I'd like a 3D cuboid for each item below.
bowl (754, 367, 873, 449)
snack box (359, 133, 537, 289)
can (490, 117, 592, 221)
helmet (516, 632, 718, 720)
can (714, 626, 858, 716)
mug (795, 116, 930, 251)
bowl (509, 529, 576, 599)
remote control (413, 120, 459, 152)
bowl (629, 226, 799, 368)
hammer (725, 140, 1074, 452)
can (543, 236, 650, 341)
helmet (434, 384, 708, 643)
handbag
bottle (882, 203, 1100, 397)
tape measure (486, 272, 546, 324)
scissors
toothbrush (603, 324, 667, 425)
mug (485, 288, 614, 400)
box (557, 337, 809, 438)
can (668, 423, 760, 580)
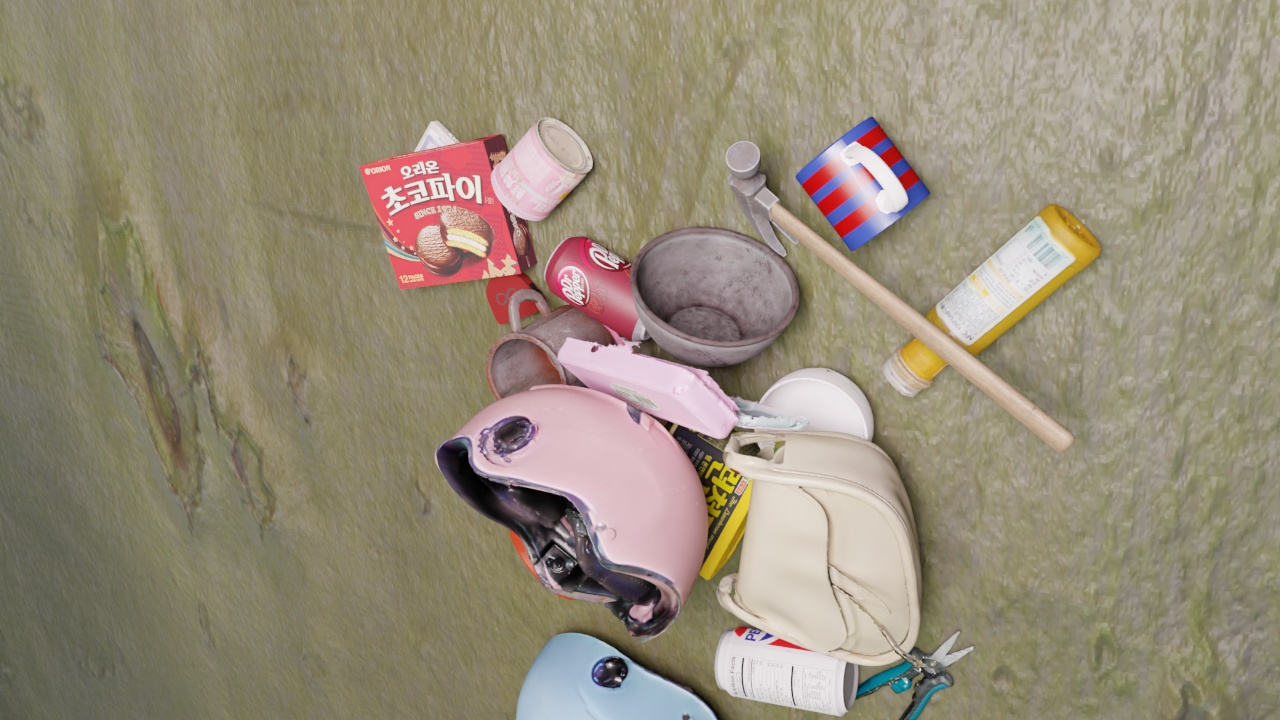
[{"bbox_3d":[0.160,0.055,0.829,0.105,0.054,0.105,12,116,26],"label":"bowl"},{"bbox_3d":[-0.196,-0.149,0.936,0.152,0.035,0.133,-4,112,26],"label":"snack box"},{"bbox_3d":[-0.093,-0.178,0.862,0.076,0.067,0.067,-39,89,33],"label":"can"},{"bbox_3d":[-0.040,0.434,1.030,0.266,0.166,0.226,29,131,26],"label":"helmet"},{"bbox_3d":[0.148,0.314,0.932,0.132,0.070,0.070,0,110,28],"label":"can"},{"bbox_3d":[0.174,-0.139,0.709,0.075,0.112,0.076,-37,90,4],"label":"mug"},{"bbox_3d":[-0.095,0.207,1.025,0.122,0.035,0.122,30,137,32],"label":"bowl"},{"bbox_3d":[-0.229,-0.185,0.966,0.050,0.011,0.136,45,124,5],"label":"remote control"},{"bbox_3d":[0.060,-0.045,0.802,0.145,0.144,0.067,27,141,16],"label":"bowl"},{"bbox_3d":[0.195,-0.048,0.712,0.331,0.119,0.030,41,86,21],"label":"hammer"},{"bbox_3d":[-0.031,-0.069,0.875,0.114,0.063,0.063,32,122,14],"label":"can"},{"bbox_3d":[-0.051,0.111,0.800,0.256,0.152,0.230,18,151,34],"label":"helmet"},{"bbox_3d":[0.157,0.177,0.789,0.184,0.131,0.229,4,125,6],"label":"handbag"},{"bbox_3d":[0.271,-0.041,0.729,0.053,0.053,0.187,45,124,5],"label":"bottle"},{"bbox_3d":[-0.130,-0.069,0.956,0.059,0.019,0.051,-17,99,25],"label":"tape measure"},{"bbox_3d":[0.265,0.319,0.902,0.151,0.019,0.120,-13,103,30],"label":"scissors"},{"bbox_3d":[-0.005,0.005,0.922,0.022,0.016,0.135,-23,100,34],"label":"toothbrush"},{"bbox_3d":[-0.092,-0.015,0.905,0.096,0.110,0.123,-10,105,26],"label":"mug"},{"bbox_3d":[0.028,0.031,0.796,0.202,0.155,0.059,15,81,56],"label":"box"},{"bbox_3d":[0.061,0.127,0.891,0.101,0.072,0.131,32,109,17],"label":"can"}]
